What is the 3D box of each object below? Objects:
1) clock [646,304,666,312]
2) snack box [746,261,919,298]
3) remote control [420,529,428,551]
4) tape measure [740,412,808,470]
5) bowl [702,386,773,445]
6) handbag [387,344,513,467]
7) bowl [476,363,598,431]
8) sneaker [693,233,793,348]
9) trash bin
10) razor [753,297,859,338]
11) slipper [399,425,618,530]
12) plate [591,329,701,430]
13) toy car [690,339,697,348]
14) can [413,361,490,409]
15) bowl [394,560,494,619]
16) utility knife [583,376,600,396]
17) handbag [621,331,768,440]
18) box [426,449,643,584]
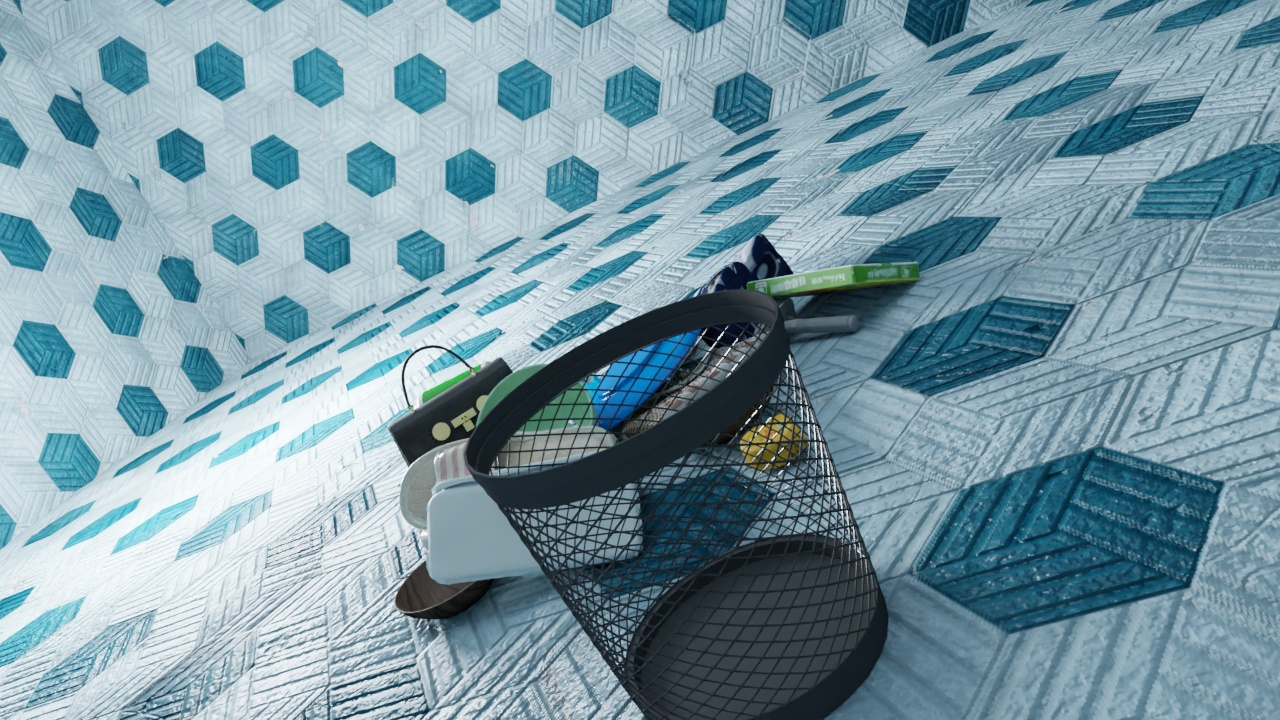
[{"bbox_3d":[0.016,-0.030,1.280,0.123,0.035,0.094,-14,48,41],"label":"clock"},{"bbox_3d":[0.238,-0.099,1.145,0.131,0.027,0.168,-7,1,-39],"label":"snack box"},{"bbox_3d":[-0.209,0.183,1.080,0.060,0.028,0.114,-11,24,38],"label":"remote control"},{"bbox_3d":[0.126,0.082,0.876,0.059,0.030,0.068,-27,15,-1],"label":"tape measure"},{"bbox_3d":[0.099,0.063,0.965,0.114,0.026,0.102,-38,6,-39],"label":"bowl"},{"bbox_3d":[-0.228,0.068,1.154,0.175,0.196,0.072,-33,18,-17],"label":"handbag"},{"bbox_3d":[-0.111,0.086,1.084,0.151,0.077,0.150,-8,65,19],"label":"bowl"},{"bbox_3d":[0.117,-0.074,1.260,0.133,0.103,0.268,-34,11,33],"label":"sneaker"},{"bbox_3d":[0.035,0.105,0.613,0.218,0.227,0.217,-25,18,8],"label":"trash bin"},{"bbox_3d":[0.206,-0.042,1.101,0.116,0.047,0.088,-2,30,39],"label":"razor"},{"bbox_3d":[-0.150,0.128,1.005,0.263,0.115,0.052,-12,-23,13],"label":"slipper"},{"bbox_3d":[-0.007,0.007,1.149,0.225,0.024,0.224,-44,14,13],"label":"plate"},{"bbox_3d":[0.056,-0.046,1.316,0.039,0.039,0.113,-25,21,9],"label":"toy car"},{"bbox_3d":[-0.266,0.065,1.399,0.140,0.088,0.087,-26,18,4],"label":"can"},{"bbox_3d":[-0.187,0.225,0.924,0.119,0.032,0.119,-25,18,8],"label":"bowl"},{"bbox_3d":[-0.051,0.051,1.251,0.031,0.015,0.220,-34,20,-5],"label":"utility knife"},{"bbox_3d":[0.065,0.030,1.055,0.185,0.047,0.124,-37,9,-26],"label":"handbag"},{"bbox_3d":[-0.099,0.160,0.904,0.210,0.105,0.129,-7,61,5],"label":"box"}]
